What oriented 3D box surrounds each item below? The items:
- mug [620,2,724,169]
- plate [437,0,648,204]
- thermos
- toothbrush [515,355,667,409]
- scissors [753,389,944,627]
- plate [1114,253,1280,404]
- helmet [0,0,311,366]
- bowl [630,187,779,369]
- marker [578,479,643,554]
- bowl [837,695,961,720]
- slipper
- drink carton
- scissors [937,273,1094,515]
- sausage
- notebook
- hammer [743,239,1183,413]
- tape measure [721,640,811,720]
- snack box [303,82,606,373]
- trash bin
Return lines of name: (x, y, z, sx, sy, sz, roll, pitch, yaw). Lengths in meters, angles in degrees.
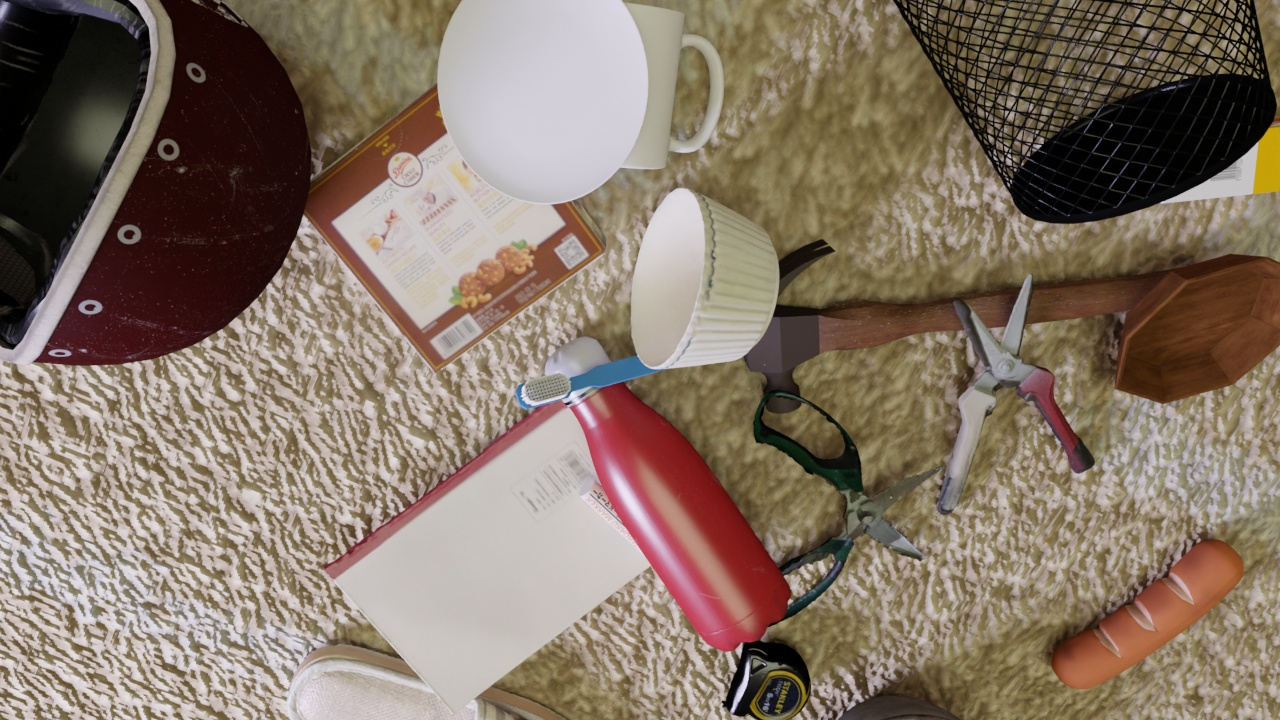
mug: (0.001, -0.168, 0.567, 0.110, 0.074, 0.090, -1, 109, -24)
plate: (-0.056, -0.159, 0.529, 0.135, 0.011, 0.135, 6, 106, 21)
thermos: (0.014, 0.088, 0.640, 0.073, 0.073, 0.240, -33, 96, 8)
toothbrush: (-0.004, 0.004, 0.610, 0.166, 0.014, 0.016, -15, 79, -25)
scissors: (0.121, 0.120, 0.679, 0.201, 0.015, 0.205, 38, 106, -20)
plate: (0.383, -0.025, 0.627, 0.131, 0.025, 0.131, -6, 134, -7)
helmet: (-0.300, -0.120, 0.472, 0.253, 0.233, 0.234, 28, 111, -30)
bowl: (0.043, -0.048, 0.588, 0.062, 0.115, 0.115, 8, 108, -21)
marker: (0.010, 0.140, 0.678, 0.017, 0.017, 0.145, -41, 107, 10)
bowl: (0.202, 0.323, 0.732, 0.145, 0.067, 0.145, -1, 108, -2)
slipper: (-0.147, 0.306, 0.722, 0.272, 0.054, 0.114, 29, 99, -10)
drink carton: (0.377, -0.132, 0.596, 0.122, 0.058, 0.040, -6, 108, -1)
scissors: (0.258, 0.039, 0.654, 0.198, 0.015, 0.180, 28, 113, -22)
sausage: (0.395, 0.201, 0.715, 0.164, 0.039, 0.044, -42, 102, 10)
notebook: (-0.098, 0.143, 0.670, 0.208, 0.012, 0.153, -36, 105, -3)
hammer: (0.231, -0.035, 0.637, 0.323, 0.033, 0.115, -7, 112, -1)
tape measure: (0.103, 0.252, 0.722, 0.061, 0.034, 0.062, 17, 107, -5)
snack box: (-0.121, -0.091, 0.597, 0.143, 0.041, 0.147, -35, 106, 8)
trash bin: (0.241, -0.203, 0.512, 0.184, 0.184, 0.210, -33, 112, 8)
